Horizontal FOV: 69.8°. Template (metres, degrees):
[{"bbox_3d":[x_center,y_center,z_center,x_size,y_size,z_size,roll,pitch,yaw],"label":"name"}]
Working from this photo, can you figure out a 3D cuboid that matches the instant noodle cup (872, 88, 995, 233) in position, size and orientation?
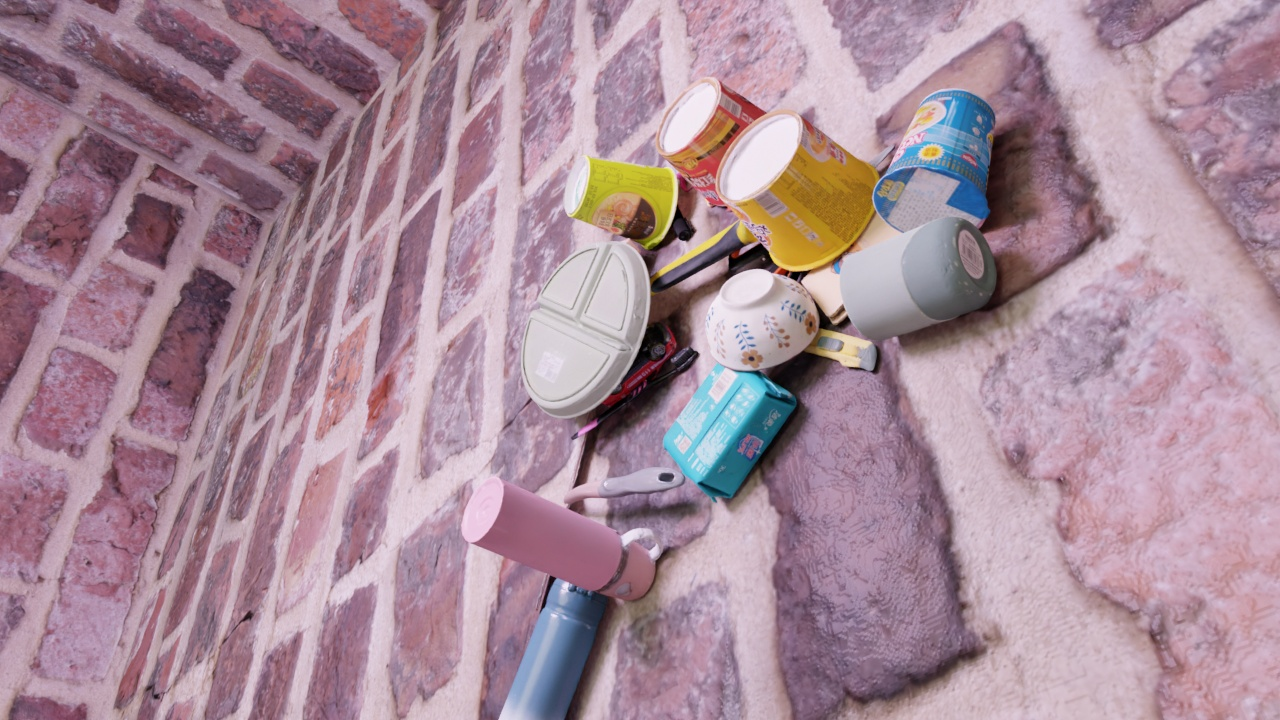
[{"bbox_3d":[0.270,-0.178,0.818,0.099,0.099,0.109,-11,48,50],"label":"instant noodle cup"}]

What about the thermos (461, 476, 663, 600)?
[{"bbox_3d":[-0.067,0.173,0.890,0.087,0.198,0.067,-47,32,22],"label":"thermos"}]

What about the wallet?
[{"bbox_3d":[0.212,-0.095,0.887,0.115,0.024,0.087,-46,36,18],"label":"wallet"}]

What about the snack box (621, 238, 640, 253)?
[{"bbox_3d":[-0.066,-0.116,1.236,0.084,0.026,0.157,-50,18,-20],"label":"snack box"}]

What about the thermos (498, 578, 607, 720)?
[{"bbox_3d":[-0.095,0.326,0.934,0.070,0.070,0.220,0,64,54],"label":"thermos"}]

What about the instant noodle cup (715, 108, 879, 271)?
[{"bbox_3d":[0.149,-0.174,0.915,0.138,0.109,0.137,-33,40,33],"label":"instant noodle cup"}]

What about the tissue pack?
[{"bbox_3d":[0.084,0.067,0.906,0.133,0.050,0.093,-55,34,9],"label":"tissue pack"}]

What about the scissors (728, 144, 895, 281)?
[{"bbox_3d":[0.181,-0.128,0.961,0.230,0.021,0.189,-9,61,47],"label":"scissors"}]

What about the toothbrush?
[{"bbox_3d":[-0.011,0.040,1.064,0.189,0.018,0.014,-35,31,18],"label":"toothbrush"}]

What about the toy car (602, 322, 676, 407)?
[{"bbox_3d":[-0.006,0.006,1.084,0.121,0.045,0.053,-42,37,13],"label":"toy car"}]

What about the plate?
[{"bbox_3d":[-0.074,-0.042,1.112,0.231,0.027,0.229,-28,51,40],"label":"plate"}]

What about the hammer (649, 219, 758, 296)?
[{"bbox_3d":[0.020,-0.089,1.095,0.324,0.032,0.125,-27,31,46],"label":"hammer"}]

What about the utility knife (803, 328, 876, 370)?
[{"bbox_3d":[0.171,-0.016,0.892,0.031,0.018,0.166,-58,27,-8],"label":"utility knife"}]

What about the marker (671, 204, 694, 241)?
[{"bbox_3d":[0.043,-0.198,1.204,0.022,0.020,0.132,-34,38,12],"label":"marker"}]

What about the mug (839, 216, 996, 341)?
[{"bbox_3d":[0.243,-0.077,0.786,0.107,0.082,0.111,-22,16,44],"label":"mug"}]

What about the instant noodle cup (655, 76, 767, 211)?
[{"bbox_3d":[0.093,-0.268,1.108,0.138,0.108,0.137,-34,40,34],"label":"instant noodle cup"}]

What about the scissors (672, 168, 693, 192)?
[{"bbox_3d":[0.049,-0.254,1.246,0.133,0.017,0.056,20,89,61],"label":"scissors"}]

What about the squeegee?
[{"bbox_3d":[-0.036,0.141,0.993,0.250,0.040,0.247,-24,45,53],"label":"squeegee"}]

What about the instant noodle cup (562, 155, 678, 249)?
[{"bbox_3d":[-0.031,-0.212,1.193,0.112,0.123,0.111,10,90,66],"label":"instant noodle cup"}]

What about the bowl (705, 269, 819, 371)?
[{"bbox_3d":[0.113,-0.049,0.898,0.113,0.062,0.113,-17,35,12],"label":"bowl"}]
